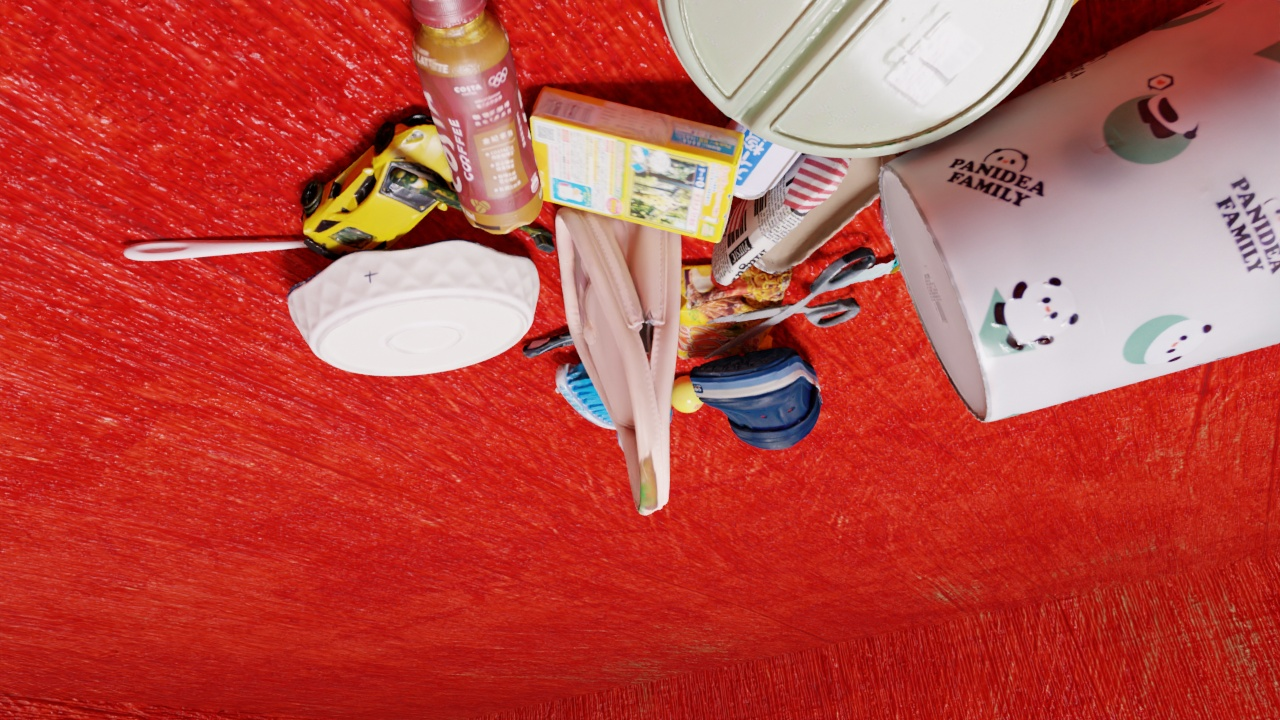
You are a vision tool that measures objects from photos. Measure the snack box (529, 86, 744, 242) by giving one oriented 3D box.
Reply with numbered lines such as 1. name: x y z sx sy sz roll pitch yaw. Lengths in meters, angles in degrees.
1. snack box: -0.004 -0.132 0.629 0.140 0.033 0.087 16 152 7

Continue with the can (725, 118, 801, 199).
1. can: 0.097 -0.167 0.612 0.053 0.053 0.135 6 149 -23

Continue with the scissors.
1. scissors: 0.137 -0.046 0.823 0.181 0.014 0.159 -38 149 24

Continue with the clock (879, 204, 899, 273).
1. clock: 0.276 -0.118 0.738 0.159 0.059 0.117 -15 151 11

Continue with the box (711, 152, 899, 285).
1. box: 0.115 -0.109 0.692 0.076 0.087 0.163 44 140 -6

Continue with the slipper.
1. slipper: 0.122 0.043 0.908 0.105 0.095 0.252 -14 172 18

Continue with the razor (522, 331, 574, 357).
1. razor: -0.051 -0.025 0.874 0.143 0.042 0.022 -11 133 19

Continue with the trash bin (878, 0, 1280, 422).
1. trash bin: 0.304 -0.089 0.584 0.252 0.229 0.229 -21 150 9

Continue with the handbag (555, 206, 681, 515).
1. handbag: -0.004 0.004 0.717 0.093 0.233 0.194 -8 153 -6

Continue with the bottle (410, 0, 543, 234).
1. bottle: -0.102 -0.158 0.569 0.057 0.057 0.175 -7 143 1

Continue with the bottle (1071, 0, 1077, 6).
1. bottle: 0.206 -0.208 0.544 0.068 0.068 0.190 10 147 -28

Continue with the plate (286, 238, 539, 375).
1. plate: -0.182 -0.036 0.764 0.205 0.045 0.205 -12 163 -4

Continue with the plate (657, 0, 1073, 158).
1. plate: 0.119 -0.205 0.494 0.230 0.027 0.231 7 137 6

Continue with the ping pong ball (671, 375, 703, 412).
1. ping pong ball: 0.051 0.036 0.995 0.040 0.040 0.040 -5 152 -3

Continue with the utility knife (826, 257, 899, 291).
1. utility knife: 0.265 -0.099 0.819 0.222 0.013 0.029 -18 148 16

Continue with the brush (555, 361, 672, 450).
1. brush: -0.011 0.065 1.030 0.110 0.060 0.314 -12 154 20

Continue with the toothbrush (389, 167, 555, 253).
1. toothbrush: -0.115 -0.106 0.669 0.012 0.017 0.185 -26 162 22

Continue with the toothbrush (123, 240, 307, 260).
1. toothbrush: -0.306 -0.087 0.715 0.180 0.016 0.016 -3 158 -8

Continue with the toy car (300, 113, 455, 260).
1. toy car: -0.181 -0.120 0.654 0.156 0.041 0.071 -28 147 31

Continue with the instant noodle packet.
1. instant noodle packet: 0.077 -0.044 0.850 0.111 0.044 0.129 -2 152 -3
